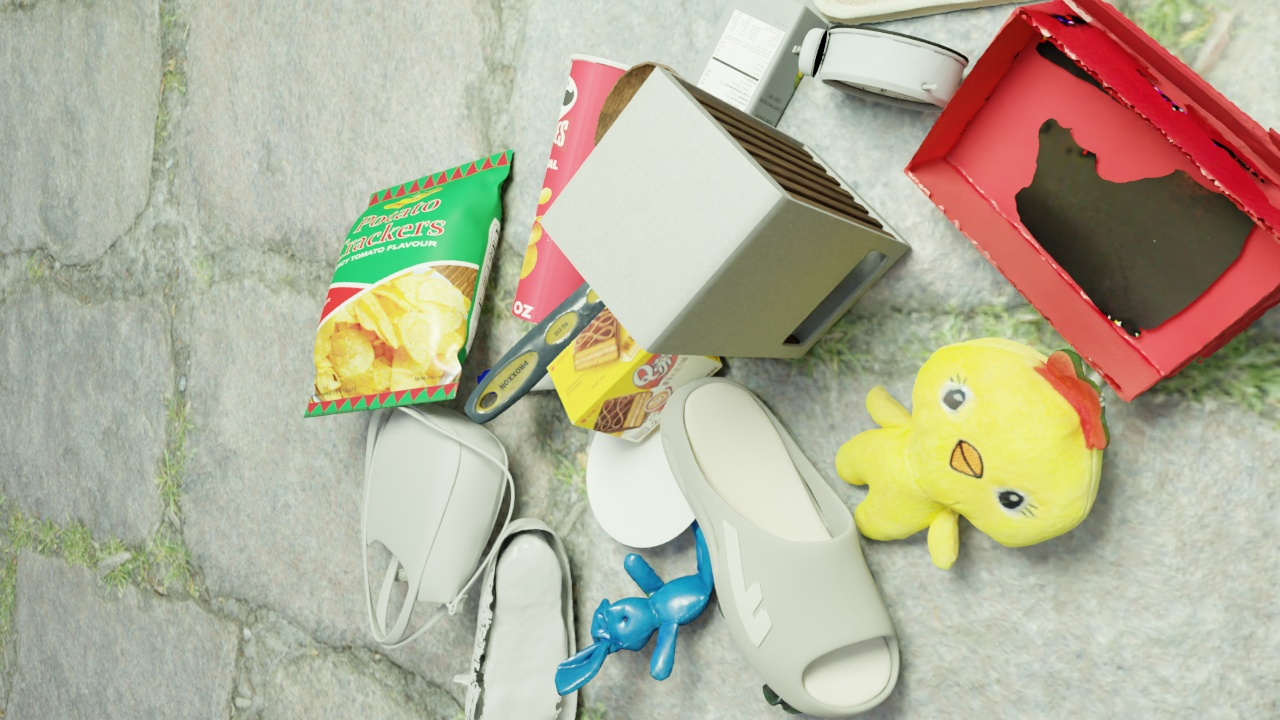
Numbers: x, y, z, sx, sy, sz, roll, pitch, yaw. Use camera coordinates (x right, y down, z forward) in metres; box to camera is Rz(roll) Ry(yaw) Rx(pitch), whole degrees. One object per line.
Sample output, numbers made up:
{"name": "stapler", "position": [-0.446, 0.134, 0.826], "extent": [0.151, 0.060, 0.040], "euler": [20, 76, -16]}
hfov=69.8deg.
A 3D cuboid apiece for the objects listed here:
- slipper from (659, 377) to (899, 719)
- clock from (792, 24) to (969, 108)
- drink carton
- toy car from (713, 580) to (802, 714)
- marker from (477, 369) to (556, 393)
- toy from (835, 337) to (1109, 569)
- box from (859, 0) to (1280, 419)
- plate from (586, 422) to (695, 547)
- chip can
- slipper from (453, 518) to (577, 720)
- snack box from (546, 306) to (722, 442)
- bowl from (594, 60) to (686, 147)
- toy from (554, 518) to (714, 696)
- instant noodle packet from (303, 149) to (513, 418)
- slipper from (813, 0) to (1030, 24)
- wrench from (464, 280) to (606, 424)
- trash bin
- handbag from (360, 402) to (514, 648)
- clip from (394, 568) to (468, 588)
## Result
{"name": "slipper", "position": [0.100, 0.117, 0.647], "extent": [0.081, 0.112, 0.265], "euler": [114, 136, -60]}
{"name": "clock", "position": [0.160, -0.199, 0.626], "extent": [0.123, 0.094, 0.035], "euler": [24, 106, 36]}
{"name": "drink carton", "position": [0.080, -0.216, 0.703], "extent": [0.076, 0.048, 0.125], "euler": [37, 109, 28]}
{"name": "toy car", "position": [0.104, 0.202, 0.688], "extent": [0.056, 0.043, 0.120], "euler": [-37, 72, 27]}
{"name": "marker", "position": [-0.087, 0.015, 0.822], "extent": [0.133, 0.027, 0.023], "euler": [-5, 90, 33]}
{"name": "toy", "position": [0.212, 0.060, 0.598], "extent": [0.208, 0.092, 0.133], "euler": [-32, 75, 40]}
{"name": "box", "position": [0.242, -0.089, 0.507], "extent": [0.213, 0.152, 0.165], "euler": [53, 147, 20]}
{"name": "plate", "position": [0.009, 0.086, 0.754], "extent": [0.135, 0.011, 0.134], "euler": [-15, 66, 36]}
{"name": "chip can", "position": [-0.051, -0.137, 0.775], "extent": [0.069, 0.069, 0.221], "euler": [21, 101, 31]}
{"name": "slipper", "position": [-0.109, 0.259, 0.810], "extent": [0.112, 0.074, 0.247], "euler": [4, 94, 2]}
{"name": "snack box", "position": [-0.004, 0.004, 0.728], "extent": [0.106, 0.083, 0.061], "euler": [-44, 51, 22]}
{"name": "bowl", "position": [0.013, -0.170, 0.703], "extent": [0.102, 0.026, 0.114], "euler": [52, 132, 16]}
{"name": "toy", "position": [0.007, 0.195, 0.738], "extent": [0.176, 0.112, 0.071], "euler": [-43, 104, 3]}
{"name": "instant noodle packet", "position": [-0.218, -0.072, 0.858], "extent": [0.196, 0.090, 0.252], "euler": [-8, 62, 33]}
{"name": "slipper", "position": [0.231, -0.295, 0.605], "extent": [0.264, 0.052, 0.115], "euler": [-4, 89, 33]}
{"name": "wrench", "position": [-0.041, -0.047, 0.747], "extent": [0.273, 0.022, 0.073], "euler": [-44, 91, 4]}
{"name": "trash bin", "position": [0.066, -0.083, 0.604], "extent": [0.115, 0.228, 0.114], "euler": [-49, 66, 23]}
{"name": "handbag", "position": [-0.203, 0.157, 0.825], "extent": [0.216, 0.095, 0.222], "euler": [20, 93, 52]}
{"name": "clip", "position": [-0.193, 0.204, 0.888], "extent": [0.102, 0.058, 0.052], "euler": [-23, 53, 31]}
